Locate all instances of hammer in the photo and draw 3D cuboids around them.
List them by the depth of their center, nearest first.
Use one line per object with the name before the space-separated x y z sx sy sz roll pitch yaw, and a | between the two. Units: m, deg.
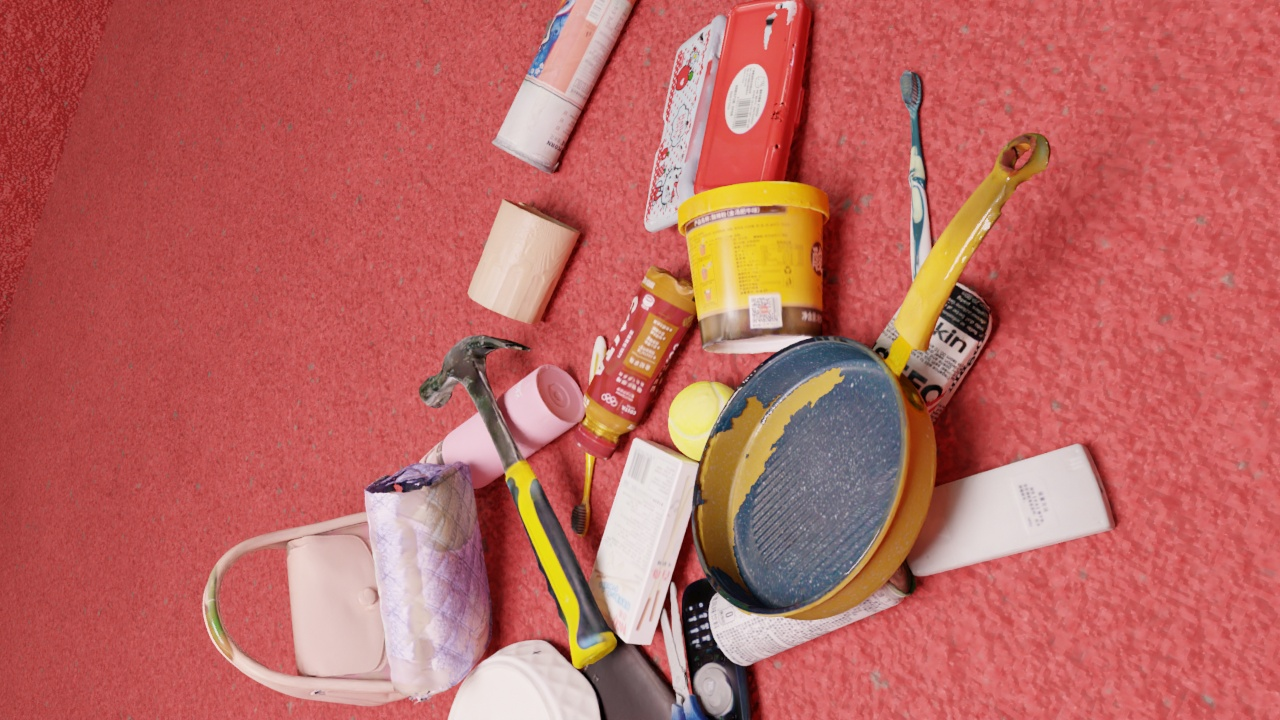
hammer | -0.102 0.112 0.814 0.126 0.031 0.323 -44 60 27

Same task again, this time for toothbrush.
toothbrush | 0.207 -0.133 0.692 0.016 0.018 0.191 -10 72 39
toothbrush | -0.049 0.069 0.864 0.016 0.018 0.191 -3 77 39

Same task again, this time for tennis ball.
tennis ball | 0.055 0.049 0.747 0.066 0.065 0.065 -12 71 39

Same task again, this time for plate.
plate | -0.110 0.356 0.817 0.205 0.045 0.204 -14 71 44

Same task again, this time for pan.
pan | 0.145 0.016 0.593 0.358 0.078 0.197 -51 33 23

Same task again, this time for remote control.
remote control | 0.235 0.101 0.606 0.135 0.019 0.056 -27 63 34
remote control | 0.061 0.239 0.718 0.053 0.024 0.136 -28 58 36

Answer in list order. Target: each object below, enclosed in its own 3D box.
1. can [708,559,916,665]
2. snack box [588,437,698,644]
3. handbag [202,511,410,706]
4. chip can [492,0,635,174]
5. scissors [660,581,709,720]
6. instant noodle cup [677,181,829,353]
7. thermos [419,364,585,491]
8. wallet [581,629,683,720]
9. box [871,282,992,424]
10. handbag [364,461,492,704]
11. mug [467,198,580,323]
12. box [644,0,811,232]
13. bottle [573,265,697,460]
can | 0.121 0.170 0.662 0.147 0.058 0.058 -35 58 30
snack box | 0.001 0.150 0.779 0.085 0.026 0.157 19 93 60
handbag | -0.318 0.244 0.909 0.094 0.233 0.193 -36 57 31
chip can | -0.075 -0.305 0.950 0.071 0.071 0.215 37 103 41
scissors | 0.028 0.265 0.721 0.133 0.012 0.172 -65 33 19
instant noodle cup | 0.091 -0.068 0.717 0.119 0.118 0.114 -9 80 40
thermos | -0.144 0.073 0.923 0.199 0.067 0.087 -35 27 32
wallet | -0.011 0.298 0.773 0.122 0.020 0.096 43 108 42
box | 0.185 0.017 0.653 0.069 0.052 0.164 34 102 23
handbag | -0.196 0.196 0.851 0.076 0.134 0.194 -6 96 9
mug | -0.125 -0.105 0.945 0.103 0.084 0.124 -66 24 9
box | 0.069 -0.216 0.805 0.161 0.058 0.200 -4 68 42
bottle | -0.005 0.005 0.816 0.057 0.057 0.175 36 104 41
